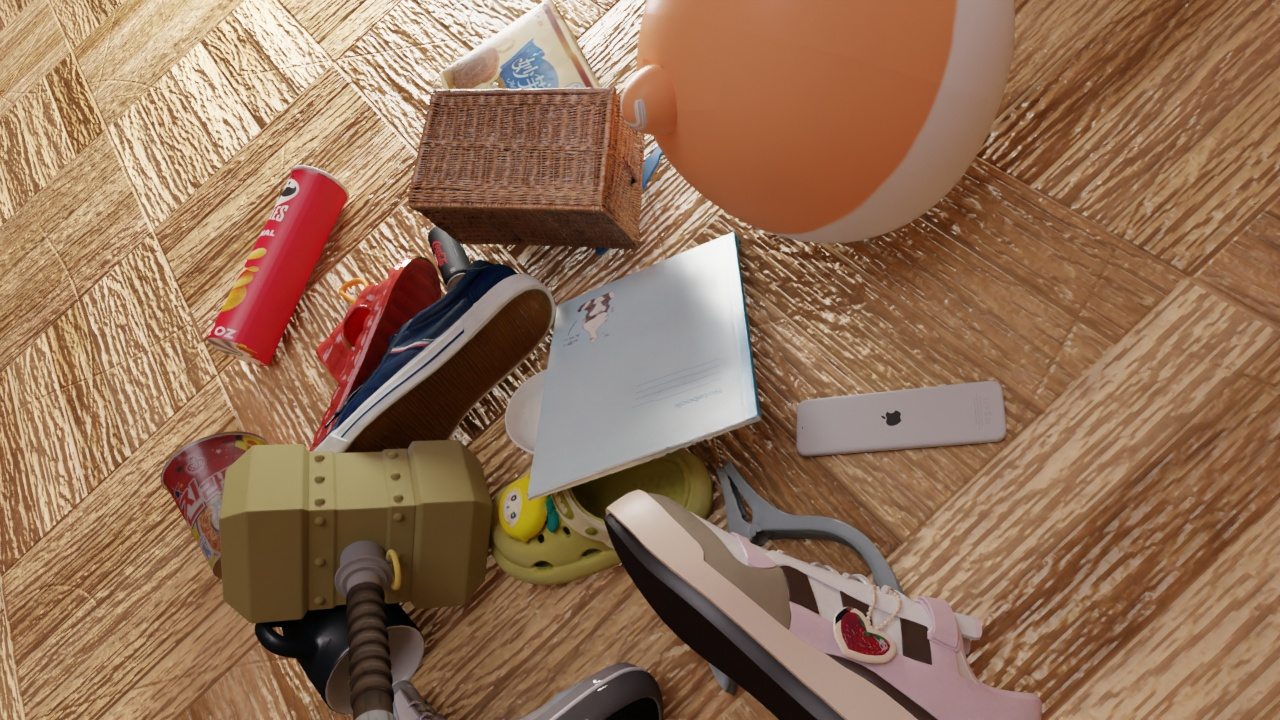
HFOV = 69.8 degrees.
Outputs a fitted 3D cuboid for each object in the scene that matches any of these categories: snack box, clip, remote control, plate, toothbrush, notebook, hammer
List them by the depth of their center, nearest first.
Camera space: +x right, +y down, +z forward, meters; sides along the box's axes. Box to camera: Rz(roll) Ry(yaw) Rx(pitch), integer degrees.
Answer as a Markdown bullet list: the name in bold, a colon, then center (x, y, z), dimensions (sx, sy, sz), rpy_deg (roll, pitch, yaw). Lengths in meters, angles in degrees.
- **hammer**: center (-0.181, 0.184, 0.606), dimensions (0.190, 0.101, 0.324), rpy_deg (0, 28, -20)
- **clip**: center (0.117, 0.143, 0.632), dimensions (0.165, 0.031, 0.168), rpy_deg (-7, 62, 22)
- **remote control**: center (0.185, 0.043, 0.663), dimensions (0.147, 0.008, 0.045), rpy_deg (-7, 60, 24)
- **notebook**: center (0.002, -0.006, 0.730), dimensions (0.181, 0.009, 0.252), rpy_deg (-21, 33, 16)
- **plate**: center (-0.060, 0.047, 0.768), dimensions (0.104, 0.026, 0.104), rpy_deg (-6, 45, 6)
- **toothbrush**: center (-0.002, -0.173, 0.882), dimensions (0.016, 0.014, 0.166), rpy_deg (20, 74, 35)
- **snack box**: center (-0.120, -0.275, 0.975), dimensions (0.153, 0.055, 0.207), rpy_deg (-31, 53, 10)

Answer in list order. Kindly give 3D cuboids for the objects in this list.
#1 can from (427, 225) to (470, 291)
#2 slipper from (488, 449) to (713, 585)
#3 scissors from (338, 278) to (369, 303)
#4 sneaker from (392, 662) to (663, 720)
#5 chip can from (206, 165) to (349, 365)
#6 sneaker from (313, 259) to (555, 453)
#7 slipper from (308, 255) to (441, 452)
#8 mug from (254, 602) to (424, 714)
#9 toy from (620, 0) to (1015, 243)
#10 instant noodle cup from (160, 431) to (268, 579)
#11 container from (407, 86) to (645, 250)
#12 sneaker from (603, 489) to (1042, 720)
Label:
- **can**: center (-0.191, -0.102, 0.929), dimensions (0.031, 0.031, 0.080), rpy_deg (-33, 53, 7)
- **slipper**: center (-0.041, 0.112, 0.699), dimensions (0.191, 0.081, 0.091), rpy_deg (-16, 59, 17)
- **scissors**: center (-0.290, -0.044, 0.961), dimensions (0.125, 0.011, 0.131), rpy_deg (30, 81, 38)
- **sneaker**: center (-0.114, 0.266, 0.652), dimensions (0.256, 0.093, 0.160), rpy_deg (-40, 44, 1)
- **chip can**: center (-0.399, -0.106, 1.018), dimensions (0.069, 0.069, 0.220), rpy_deg (5, 66, 30)
- **sneaker**: center (-0.212, 0.023, 0.812), dimensions (0.127, 0.121, 0.294), rpy_deg (33, 76, 32)
- **slipper**: center (-0.262, 0.008, 0.861), dimensions (0.059, 0.103, 0.248), rpy_deg (14, 72, 18)
- **mug**: center (-0.245, 0.214, 0.722), dimensions (0.094, 0.121, 0.085), rpy_deg (34, 99, 38)
- **toy**: center (0.120, -0.224, 0.677), dimensions (0.266, 0.280, 0.263), rpy_deg (37, 118, 51)
- **instant noodle cup**: center (-0.380, 0.139, 0.858), dimensions (0.100, 0.100, 0.112), rpy_deg (-38, 60, 3)
- **container**: center (-0.096, -0.171, 0.829), dimensions (0.199, 0.113, 0.112), rpy_deg (5, 82, 16)
- **sneaker**: center (0.110, 0.155, 0.560), dimensions (0.294, 0.112, 0.116), rpy_deg (36, 67, 25)
